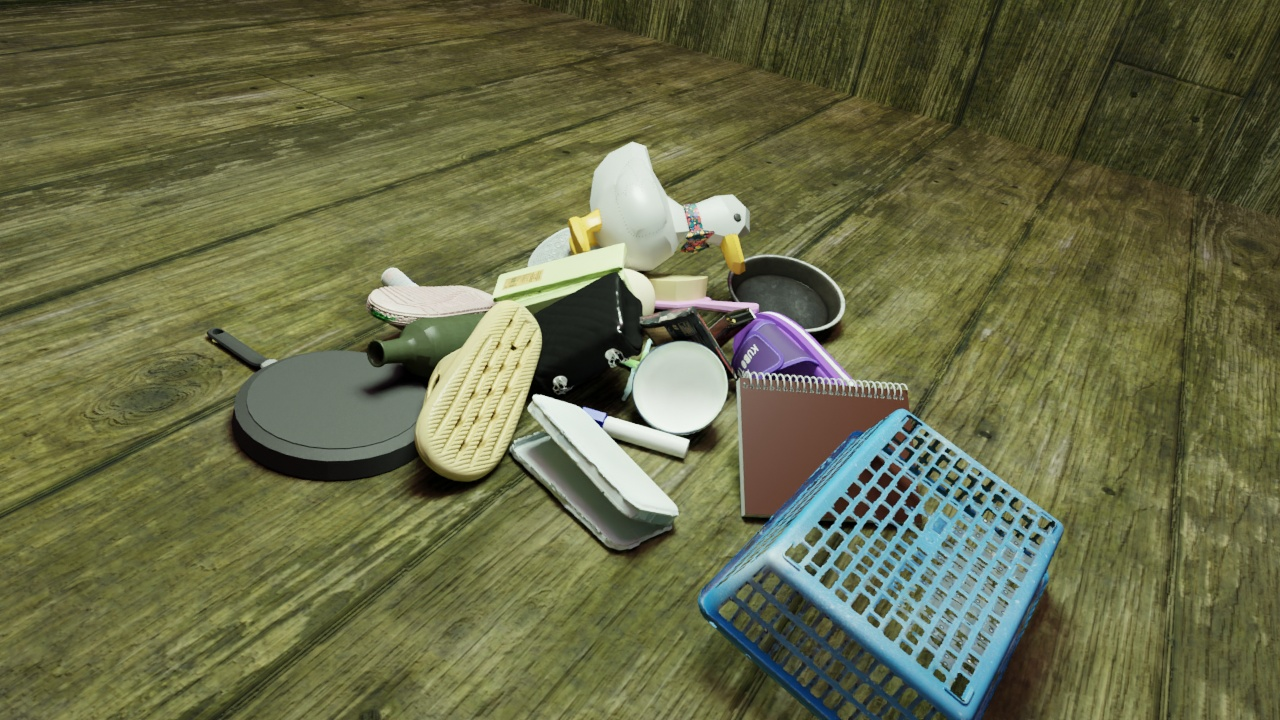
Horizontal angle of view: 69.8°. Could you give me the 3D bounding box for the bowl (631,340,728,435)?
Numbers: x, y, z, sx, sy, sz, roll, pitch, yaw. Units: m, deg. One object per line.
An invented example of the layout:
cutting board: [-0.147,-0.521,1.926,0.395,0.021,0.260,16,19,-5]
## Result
bowl: [0.052,0.039,1.141,0.118,0.118,0.062,19,-11,14]

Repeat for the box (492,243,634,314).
box: [-0.098,-0.084,1.236,0.188,0.083,0.091,-12,29,13]

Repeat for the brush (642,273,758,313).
brush: [0.077,-0.098,1.339,0.089,0.043,0.229,-12,15,-43]

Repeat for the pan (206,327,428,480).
pan: [-0.397,0.027,1.075,0.356,0.034,0.224,28,34,25]

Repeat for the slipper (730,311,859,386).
slipper: [0.188,0.030,1.185,0.083,0.107,0.266,-12,42,-33]

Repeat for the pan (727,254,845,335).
pan: [0.225,-0.047,1.373,0.187,0.055,0.356,8,43,-5]

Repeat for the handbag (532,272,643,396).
handbag: [-0.063,-0.016,1.167,0.154,0.115,0.125,-24,41,15]

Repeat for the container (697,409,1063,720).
container: [0.255,0.194,0.874,0.257,0.089,0.361,38,41,17]

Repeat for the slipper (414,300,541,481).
slipper: [-0.190,0.037,1.059,0.111,0.079,0.260,47,42,-25]

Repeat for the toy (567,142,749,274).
toy: [0.023,-0.211,1.353,0.267,0.141,0.246,-20,79,-7]

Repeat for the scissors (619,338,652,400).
scissors: [0.002,0.007,1.247,0.159,0.025,0.171,-12,41,-43]

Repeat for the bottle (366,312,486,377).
bottle: [-0.240,-0.018,1.116,0.071,0.071,0.206,29,21,29]

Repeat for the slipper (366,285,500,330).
slipper: [-0.271,-0.056,1.226,0.094,0.064,0.238,25,16,18]

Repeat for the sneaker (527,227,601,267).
sneaker: [-0.072,-0.168,1.449,0.235,0.089,0.087,-18,-2,-17]

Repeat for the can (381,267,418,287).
can: [-0.332,-0.098,1.303,0.032,0.032,0.095,-18,41,-39]

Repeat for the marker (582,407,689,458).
marker: [-0.008,0.087,1.099,0.133,0.027,0.023,16,52,9]

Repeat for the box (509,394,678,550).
box: [-0.043,0.107,1.005,0.122,0.083,0.215,-23,43,-38]

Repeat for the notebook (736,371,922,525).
notebook: [0.216,0.100,1.061,0.209,0.022,0.171,4,67,-10]

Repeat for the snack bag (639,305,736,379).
snack bag: [0.061,-0.015,1.167,0.075,0.155,0.018,-10,52,23]

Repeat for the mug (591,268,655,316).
mug: [-0.039,-0.088,1.318,0.099,0.096,0.120,-3,17,-41]

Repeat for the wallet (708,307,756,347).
wallet: [0.093,-0.025,1.223,0.072,0.123,0.019,-20,72,-51]
